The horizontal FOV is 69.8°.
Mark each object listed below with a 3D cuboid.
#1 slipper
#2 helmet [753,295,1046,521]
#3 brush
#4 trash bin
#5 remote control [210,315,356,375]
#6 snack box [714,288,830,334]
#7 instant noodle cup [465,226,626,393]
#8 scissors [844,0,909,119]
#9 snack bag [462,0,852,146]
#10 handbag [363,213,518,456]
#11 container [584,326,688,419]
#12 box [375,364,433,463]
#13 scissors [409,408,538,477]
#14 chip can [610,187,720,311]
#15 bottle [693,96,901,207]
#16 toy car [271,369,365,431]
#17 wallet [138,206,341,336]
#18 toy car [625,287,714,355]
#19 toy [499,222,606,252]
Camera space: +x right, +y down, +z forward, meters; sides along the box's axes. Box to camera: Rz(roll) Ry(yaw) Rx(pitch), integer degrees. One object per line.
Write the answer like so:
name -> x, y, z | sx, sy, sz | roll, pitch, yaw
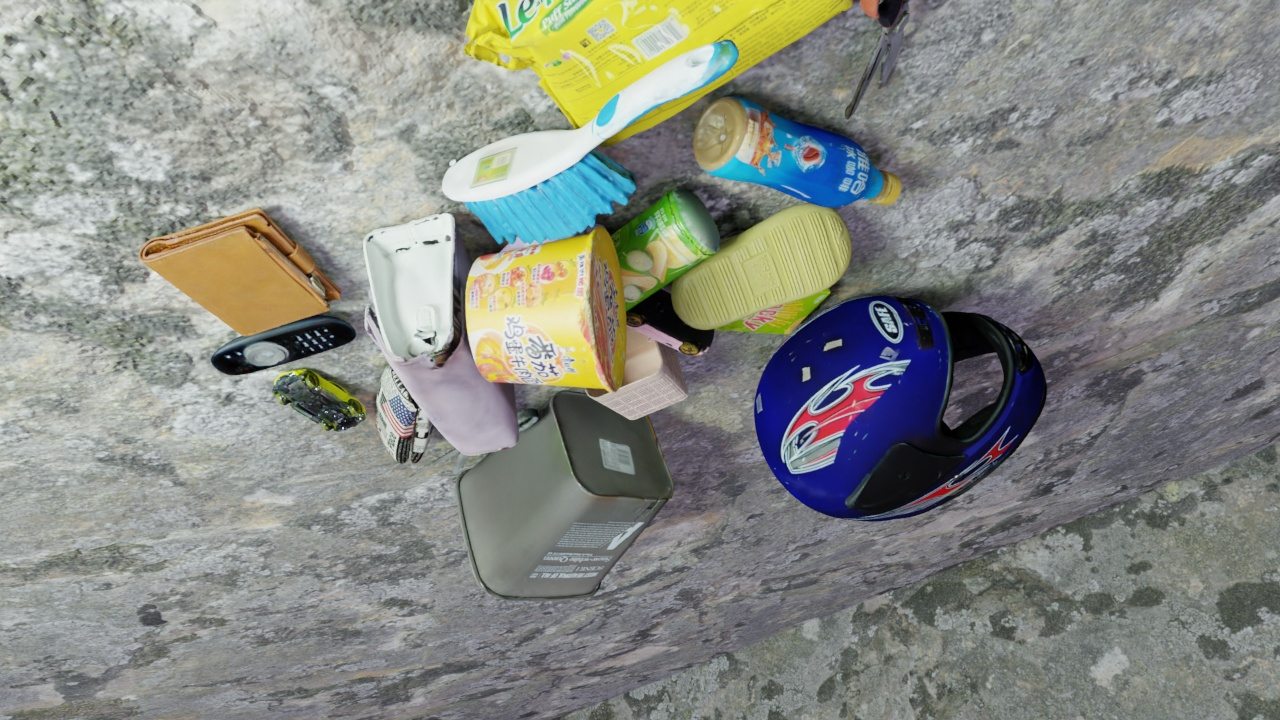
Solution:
slipper -> 0.111, -0.097, 0.903 | 0.190, 0.081, 0.092 | -24, 117, -9
helmet -> 0.279, 0.040, 1.061 | 0.316, 0.247, 0.240 | -38, 128, 21
brush -> -0.036, -0.146, 0.649 | 0.315, 0.060, 0.109 | -4, 154, 40
trash bin -> -0.091, 0.168, 1.160 | 0.198, 0.198, 0.220 | 10, 137, -38
remote control -> -0.337, -0.018, 0.867 | 0.136, 0.024, 0.053 | -16, 153, 3
snack box -> 0.124, -0.065, 1.011 | 0.156, 0.026, 0.086 | 2, 148, -30
instant noodle cup -> -0.078, -0.039, 0.771 | 0.110, 0.137, 0.138 | -3, 153, 10
scissors -> 0.187, -0.260, 0.662 | 0.190, 0.015, 0.221 | -58, 164, 24
snack bag -> 0.020, -0.238, 0.610 | 0.247, 0.068, 0.158 | -27, 149, 22
handbag -> -0.176, -0.014, 0.830 | 0.098, 0.144, 0.197 | -18, 151, -2
container -> -0.006, 0.006, 1.011 | 0.090, 0.090, 0.111 | -23, 154, 14
box -> -0.265, 0.062, 1.004 | 0.081, 0.074, 0.164 | 5, 149, -18
scissors -> -0.195, 0.094, 1.063 | 0.159, 0.014, 0.181 | -15, 158, -14
chip can -> -0.027, -0.078, 0.865 | 0.222, 0.072, 0.072 | -32, 148, 27
bottle -> 0.145, -0.170, 0.795 | 0.218, 0.065, 0.065 | 8, 144, -37
toy car -> -0.335, 0.038, 0.962 | 0.048, 0.032, 0.105 | -27, 138, 20
wallet -> -0.329, -0.071, 0.770 | 0.108, 0.031, 0.132 | -16, 152, 7
toy car -> 0.022, -0.045, 0.942 | 0.122, 0.056, 0.037 | 26, 155, -24
toy -> -0.089, -0.100, 0.831 | 0.108, 0.039, 0.083 | -30, 168, 22
